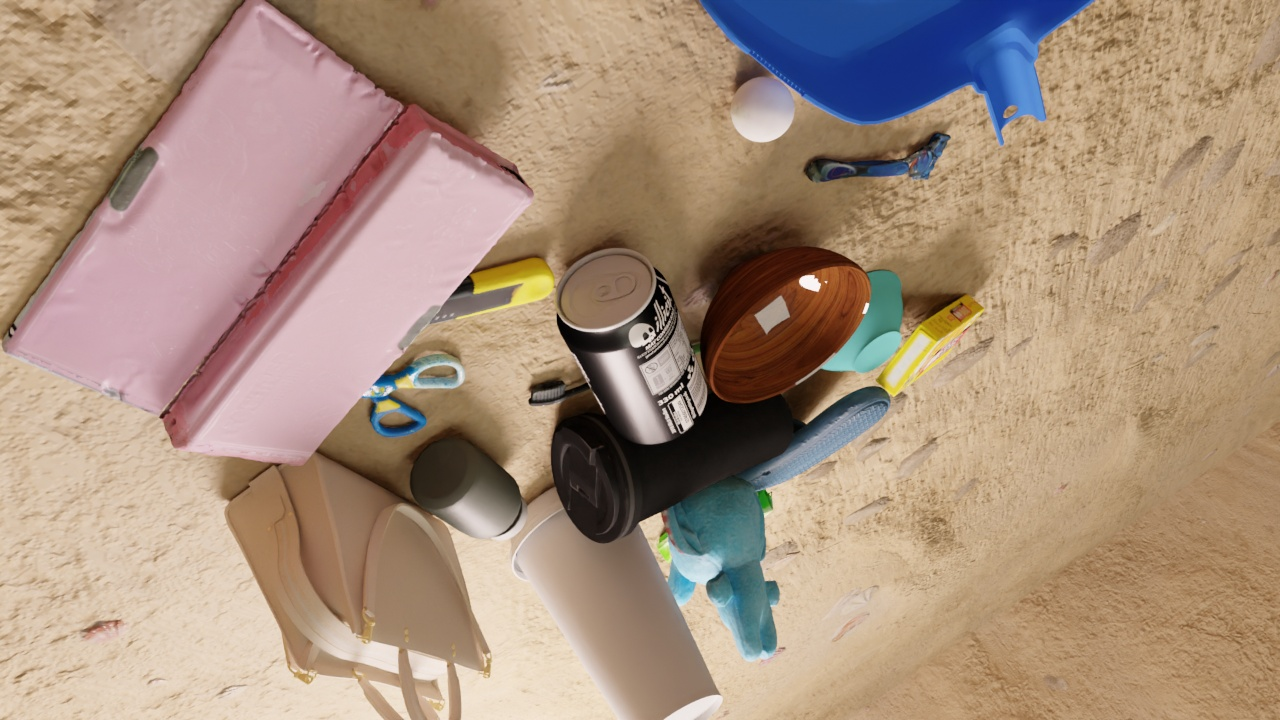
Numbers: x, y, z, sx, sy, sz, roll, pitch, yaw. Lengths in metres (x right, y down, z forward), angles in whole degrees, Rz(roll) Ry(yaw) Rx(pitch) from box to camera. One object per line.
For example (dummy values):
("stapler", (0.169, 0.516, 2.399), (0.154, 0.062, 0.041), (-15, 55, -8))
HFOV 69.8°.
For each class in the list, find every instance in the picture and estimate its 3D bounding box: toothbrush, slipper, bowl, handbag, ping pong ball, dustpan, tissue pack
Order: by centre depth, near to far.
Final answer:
("dustpan", (0.194, -0.205, 0.533), (0.246, 0.059, 0.257), (-30, 155, 19))
("ping pong ball", (0.077, -0.159, 0.582), (0.040, 0.040, 0.040), (-23, 145, -17))
("handbag", (-0.181, 0.182, 0.645), (0.101, 0.197, 0.194), (-36, 147, 2))
("bowl", (0.101, -0.041, 0.726), (0.147, 0.069, 0.147), (-23, 146, -17))
("toothbrush", (-0.004, 0.004, 0.743), (0.187, 0.014, 0.017), (-18, 135, -24))
("bowl", (0.209, -0.023, 0.863), (0.121, 0.046, 0.121), (-23, 145, -17))
("slipper", (0.159, 0.080, 0.940), (0.214, 0.059, 0.103), (-36, 154, 27))
("tissue pack", (0.083, 0.180, 1.005), (0.113, 0.034, 0.100), (-9, 154, -33))

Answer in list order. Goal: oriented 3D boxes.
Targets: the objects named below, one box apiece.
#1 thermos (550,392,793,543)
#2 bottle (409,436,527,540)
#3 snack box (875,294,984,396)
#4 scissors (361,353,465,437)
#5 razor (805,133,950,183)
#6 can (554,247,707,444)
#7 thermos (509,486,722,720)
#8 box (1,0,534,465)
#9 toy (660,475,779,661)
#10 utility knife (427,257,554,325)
("thermos", (0.032, 0.077, 0.794), (0.218, 0.106, 0.106), (-15, 142, -36))
("bottle", (-0.130, 0.105, 0.718), (0.060, 0.060, 0.108), (-35, 147, 0))
("snack box", (0.292, -0.017, 0.920), (0.151, 0.025, 0.075), (-23, 150, -52))
("scissors", (-0.169, 0.012, 0.609), (0.097, 0.020, 0.132), (-40, 148, 4))
("razor", (0.184, -0.149, 0.708), (0.140, 0.018, 0.044), (-13, 142, -30))
("can", (-0.004, -0.006, 0.658), (0.080, 0.080, 0.146), (-31, 141, -5))
("thermos", (-0.020, 0.221, 0.811), (0.131, 0.221, 0.132), (-23, 145, -17))
("box", (-0.187, -0.043, 0.480), (0.233, 0.050, 0.180), (-46, 137, 16))
("toy", (0.074, 0.195, 0.866), (0.115, 0.180, 0.183), (-24, 156, 24))
("utility knife", (-0.142, -0.032, 0.576), (0.186, 0.020, 0.029), (-17, 140, -22))
